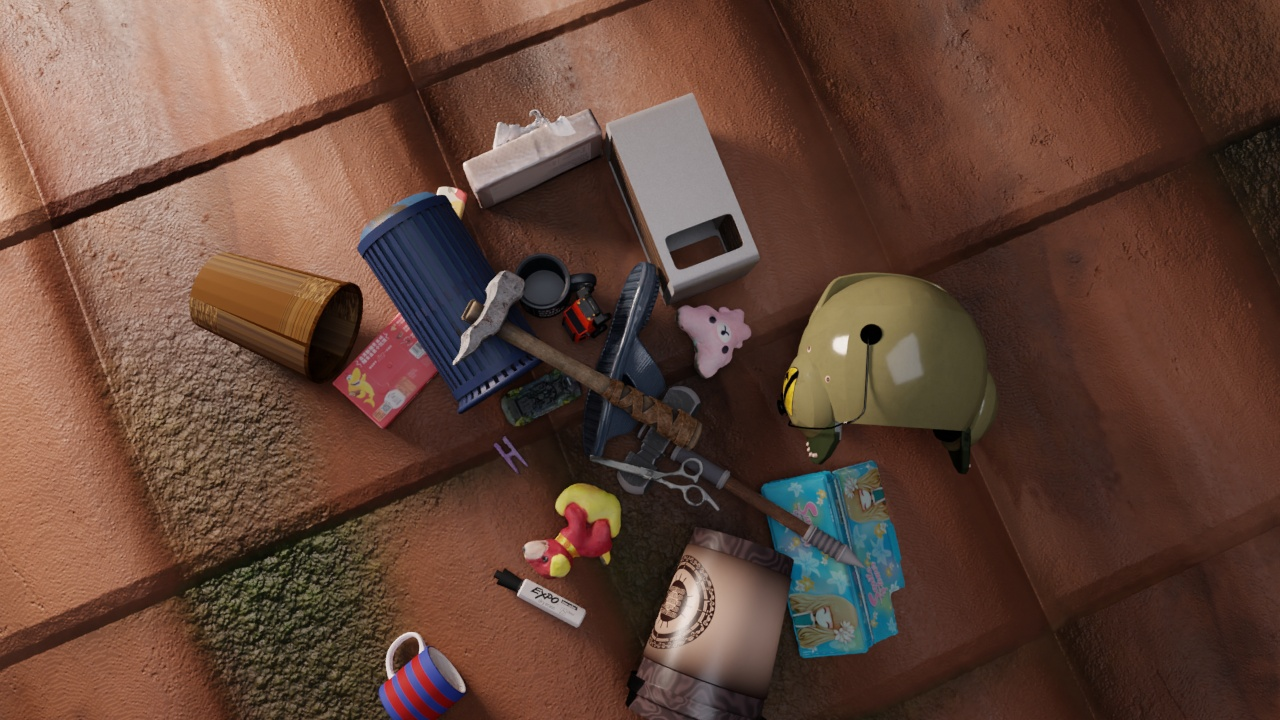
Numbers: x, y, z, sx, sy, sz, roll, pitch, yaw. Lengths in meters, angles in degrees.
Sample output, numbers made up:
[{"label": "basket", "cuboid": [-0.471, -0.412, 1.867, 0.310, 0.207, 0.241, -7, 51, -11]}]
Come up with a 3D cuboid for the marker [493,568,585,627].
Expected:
[{"label": "marker", "cuboid": [-0.130, 0.301, 1.170, 0.126, 0.025, 0.025, 28, 83, 0]}]

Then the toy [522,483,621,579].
[{"label": "toy", "cuboid": [-0.079, 0.223, 1.168, 0.105, 0.067, 0.137, 44, 71, -1]}]

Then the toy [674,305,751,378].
[{"label": "toy", "cuboid": [0.101, -0.036, 1.205, 0.095, 0.053, 0.099, -21, 89, -18]}]

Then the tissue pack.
[{"label": "tissue pack", "cuboid": [-0.140, -0.270, 1.189, 0.181, 0.104, 0.071, -23, 84, -4]}]

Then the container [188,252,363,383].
[{"label": "container", "cuboid": [-0.454, -0.061, 1.142, 0.167, 0.132, 0.132, 19, 83, 5]}]

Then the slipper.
[{"label": "slipper", "cuboid": [-0.007, 0.007, 1.177, 0.082, 0.101, 0.263, 18, 83, -18]}]

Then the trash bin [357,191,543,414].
[{"label": "trash bin", "cuboid": [-0.232, -0.075, 1.132, 0.139, 0.139, 0.249, -33, 92, -6]}]

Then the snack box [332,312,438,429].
[{"label": "snack box", "cuboid": [-0.320, 0.011, 1.190, 0.089, 0.021, 0.133, 42, 84, 2]}]

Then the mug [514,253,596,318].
[{"label": "mug", "cuboid": [-0.109, -0.097, 1.184, 0.105, 0.077, 0.071, -7, 85, -4]}]

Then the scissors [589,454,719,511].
[{"label": "scissors", "cuboid": [0.018, 0.150, 1.125, 0.171, 0.014, 0.090, -4, 72, -15]}]

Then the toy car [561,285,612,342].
[{"label": "toy car", "cuboid": [-0.071, -0.055, 1.171, 0.048, 0.100, 0.051, -31, 84, -12]}]

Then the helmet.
[{"label": "helmet", "cuboid": [0.293, 0.010, 1.097, 0.250, 0.256, 0.233, 4, 87, -4]}]

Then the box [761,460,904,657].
[{"label": "box", "cuboid": [0.259, 0.253, 1.174, 0.172, 0.083, 0.227, -12, 85, -4]}]

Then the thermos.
[{"label": "thermos", "cuboid": [0.093, 0.332, 1.115, 0.172, 0.173, 0.226, 19, 77, -1]}]

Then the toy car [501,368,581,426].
[{"label": "toy car", "cuboid": [-0.128, 0.046, 1.192, 0.105, 0.033, 0.048, -26, 88, -1]}]

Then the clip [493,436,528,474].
[{"label": "clip", "cuboid": [-0.171, 0.125, 1.192, 0.037, 0.013, 0.053, -23, 84, -6]}]

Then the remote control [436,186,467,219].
[{"label": "remote control", "cuboid": [-0.261, -0.170, 1.214, 0.038, 0.018, 0.125, 12, 82, -2]}]

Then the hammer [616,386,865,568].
[{"label": "hammer", "cuboid": [0.137, 0.170, 1.154, 0.322, 0.043, 0.156, 31, 83, 13]}]

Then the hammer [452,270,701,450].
[{"label": "hammer", "cuboid": [-0.065, 0.019, 1.081, 0.318, 0.049, 0.121, 30, 69, -15]}]

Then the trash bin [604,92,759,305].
[{"label": "trash bin", "cuboid": [0.049, -0.204, 1.186, 0.114, 0.114, 0.229, -21, 86, -5]}]

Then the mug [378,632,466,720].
[{"label": "mug", "cuboid": [-0.278, 0.393, 1.135, 0.076, 0.075, 0.112, -40, 62, -6]}]
